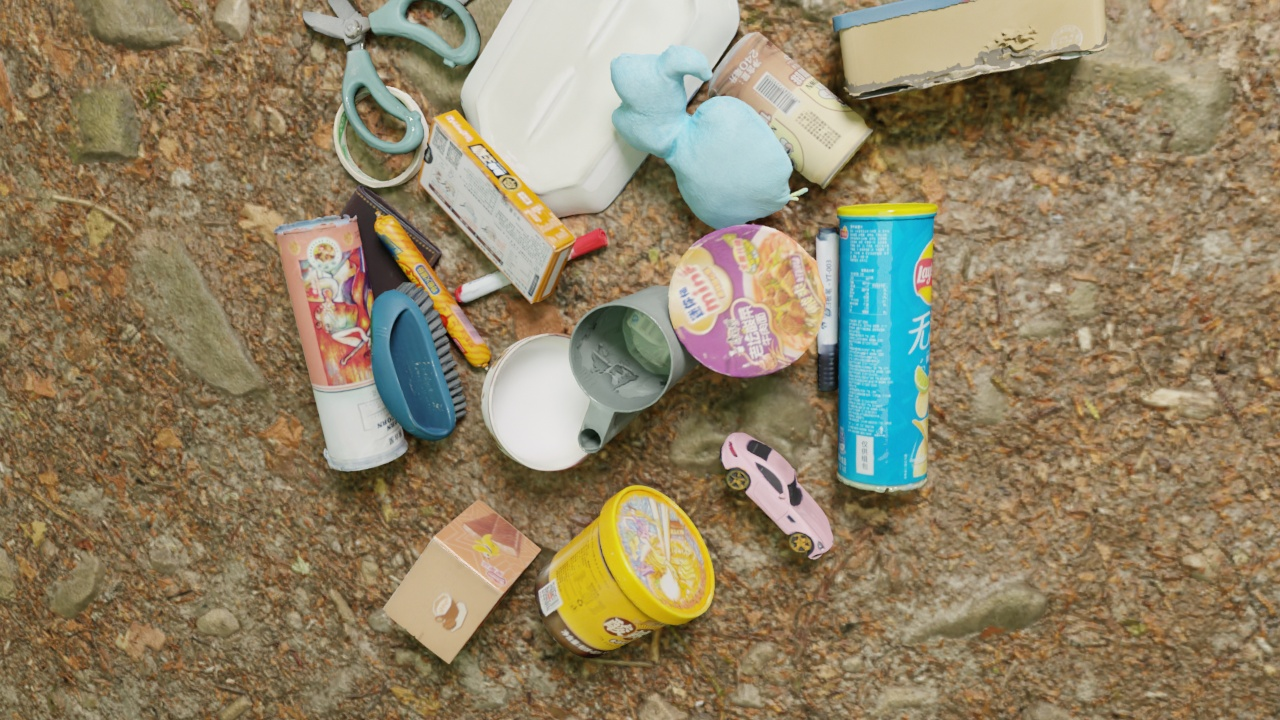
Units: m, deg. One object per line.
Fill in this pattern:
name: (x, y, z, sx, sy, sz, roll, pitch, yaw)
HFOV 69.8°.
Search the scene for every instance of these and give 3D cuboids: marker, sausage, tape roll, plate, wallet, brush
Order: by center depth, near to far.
plate: (-0.041, -0.232, 0.712, 0.162, 0.034, 0.266, 41, 114, 0)
marker: (0.150, -0.039, 0.724, 0.022, 0.018, 0.131, -1, 103, 7)
marker: (-0.095, -0.079, 0.782, 0.145, 0.017, 0.017, -20, 96, 19)
brush: (-0.196, 0.008, 0.786, 0.055, 0.073, 0.144, 1, 118, 24)
tape roll: (-0.225, -0.193, 0.793, 0.086, 0.013, 0.086, 3, 103, 15)
sausage: (-0.179, -0.059, 0.795, 0.021, 0.021, 0.165, -30, 103, 19)
wallet: (-0.245, -0.080, 0.822, 0.096, 0.020, 0.122, 40, 110, 1)

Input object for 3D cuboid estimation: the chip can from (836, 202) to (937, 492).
chip can: (0.184, -0.011, 0.693, 0.071, 0.071, 0.210, 1, 103, 15)

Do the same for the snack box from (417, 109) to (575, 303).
snack box: (-0.119, -0.124, 0.744, 0.153, 0.026, 0.075, 47, 142, 11)

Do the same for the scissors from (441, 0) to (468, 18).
scissors: (-0.078, -0.353, 0.716, 0.221, 0.021, 0.233, -14, 100, 22)

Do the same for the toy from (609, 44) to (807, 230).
toy: (0.050, -0.157, 0.677, 0.156, 0.049, 0.162, 21, 148, 12)

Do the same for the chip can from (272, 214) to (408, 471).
chip can: (-0.260, -0.016, 0.800, 0.071, 0.071, 0.215, -3, 108, 16)

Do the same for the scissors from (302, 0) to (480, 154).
scissors: (-0.204, -0.268, 0.761, 0.172, 0.019, 0.176, -33, 81, 15)

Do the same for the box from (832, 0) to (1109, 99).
box: (0.215, -0.223, 0.628, 0.184, 0.089, 0.062, -5, 107, 15)

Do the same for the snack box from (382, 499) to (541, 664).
snack box: (-0.157, 0.195, 0.819, 0.077, 0.094, 0.093, 38, 109, 4)

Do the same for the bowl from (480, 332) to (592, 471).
bowl: (-0.085, 0.035, 0.771, 0.062, 0.113, 0.113, -3, 105, 60)

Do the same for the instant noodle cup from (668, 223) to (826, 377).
instant noodle cup: (0.086, -0.050, 0.696, 0.112, 0.099, 0.111, 3, 102, 14)

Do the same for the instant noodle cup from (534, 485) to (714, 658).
instant noodle cup: (-0.018, 0.184, 0.772, 0.115, 0.118, 0.118, -38, 90, 27)

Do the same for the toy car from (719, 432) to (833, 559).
toy car: (0.114, 0.107, 0.747, 0.122, 0.056, 0.037, 46, 116, 1)

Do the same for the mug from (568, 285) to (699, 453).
mug: (-0.004, 0.004, 0.728, 0.084, 0.103, 0.124, 27, 112, 13)

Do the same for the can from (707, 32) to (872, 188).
can: (0.110, -0.185, 0.680, 0.116, 0.058, 0.059, 41, 109, 3)
